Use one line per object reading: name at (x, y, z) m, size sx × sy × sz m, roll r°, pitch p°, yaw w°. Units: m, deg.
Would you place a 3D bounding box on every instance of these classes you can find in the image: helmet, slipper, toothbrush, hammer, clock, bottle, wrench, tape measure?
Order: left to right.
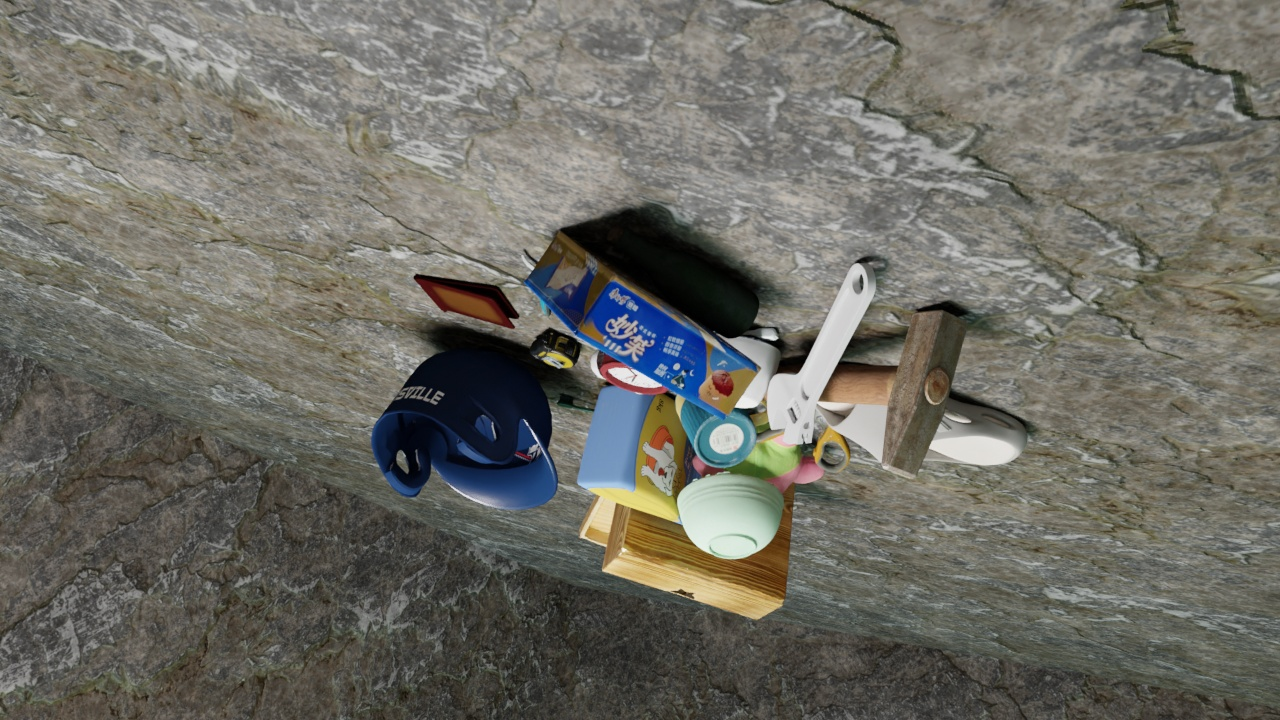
helmet at (-0.226, 0.106, 1.325) m, size 0.233 × 0.222 × 0.272 m, roll -22°, pitch 109°, yaw 38°
tape measure at (-0.112, -0.011, 1.220) m, size 0.061 × 0.034 × 0.062 m, roll 21°, pitch 160°, yaw -18°
toothbrush at (-0.038, 0.084, 1.440) m, size 0.190 × 0.017 × 0.016 m, roll 13°, pitch 159°, yaw 3°
clock at (-0.007, 0.007, 1.171) m, size 0.096 × 0.048 × 0.138 m, roll 24°, pitch 157°, yaw -21°
bottle at (0.039, -0.083, 0.902) m, size 0.174 × 0.055 × 0.055 m, roll 30°, pitch 155°, yaw -30°
toothbrush at (0.073, -0.031, 1.068) m, size 0.187 × 0.012 × 0.017 m, roll 2°, pitch 157°, yaw 33°
wrench at (0.180, -0.005, 0.935) m, size 0.018 × 0.086 × 0.274 m, roll -6°, pitch 142°, yaw -16°
hammer at (0.214, 0.033, 0.990) m, size 0.037 × 0.157 × 0.301 m, roll 21°, pitch 172°, yaw -22°
slipper at (0.324, 0.087, 1.073) m, size 0.266 × 0.080 × 0.113 m, roll 19°, pitch 149°, yaw -8°

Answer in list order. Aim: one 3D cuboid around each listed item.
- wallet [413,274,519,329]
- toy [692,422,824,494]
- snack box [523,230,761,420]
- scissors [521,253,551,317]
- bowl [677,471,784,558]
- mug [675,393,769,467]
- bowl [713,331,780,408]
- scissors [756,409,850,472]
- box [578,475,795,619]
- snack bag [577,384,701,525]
wallet at (-0.220, -0.075, 1.165) m, size 0.116 × 0.018 × 0.091 m, roll 13°, pitch 160°, yaw 18°
toy at (0.170, 0.165, 1.333) m, size 0.192 × 0.096 × 0.237 m, roll 3°, pitch 131°, yaw 9°
snack box at (0.001, -0.036, 0.932) m, size 0.202 × 0.069 × 0.155 m, roll 30°, pitch -174°, yaw -33°
scissors at (-0.095, -0.078, 1.061) m, size 0.154 × 0.019 × 0.125 m, roll 32°, pitch 153°, yaw -32°
bowl at (0.127, 0.228, 1.283) m, size 0.151 × 0.076 × 0.151 m, roll 2°, pitch 141°, yaw 1°
mug at (0.109, 0.069, 1.146) m, size 0.113 × 0.107 × 0.083 m, roll -14°, pitch 115°, yaw -3°
bowl at (0.101, 0.014, 1.061) m, size 0.116 × 0.065 × 0.116 m, roll 10°, pitch 168°, yaw 2°
scissors at (0.213, 0.080, 1.179) m, size 0.217 × 0.016 × 0.225 m, roll 5°, pitch 143°, yaw 12°
box at (0.066, 0.285, 1.569) m, size 0.279 × 0.283 × 0.324 m, roll 20°, pitch 147°, yaw -10°
snack bag at (0.023, 0.142, 1.341) m, size 0.102 × 0.158 × 0.205 m, roll -8°, pitch 151°, yaw 45°
